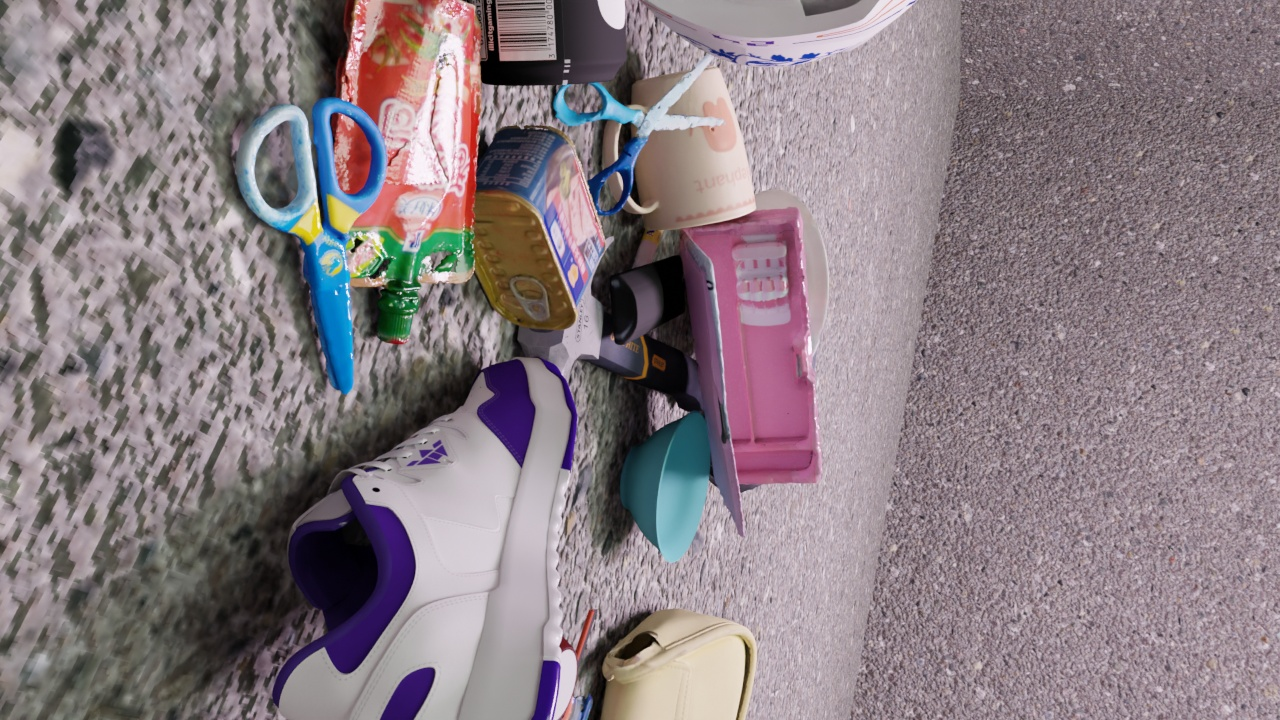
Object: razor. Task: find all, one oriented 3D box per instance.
[{"bbox_3d":[-0.063,0.221,0.627,0.141,0.018,0.043,71,31,-41],"label":"razor"}]

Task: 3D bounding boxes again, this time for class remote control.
[{"bbox_3d":[0.011,-0.045,0.641,0.140,0.021,0.045,-34,122,-69],"label":"remote control"}]

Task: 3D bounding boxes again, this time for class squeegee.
[{"bbox_3d":[-0.093,0.268,0.515,0.185,0.055,0.249,46,62,-80],"label":"squeegee"}]

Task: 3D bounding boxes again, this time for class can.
[{"bbox_3d":[-0.048,-0.210,0.442,0.080,0.080,0.146,-40,133,-59],"label":"can"},{"bbox_3d":[-0.058,-0.071,0.500,0.100,0.054,0.058,72,31,-47],"label":"can"}]

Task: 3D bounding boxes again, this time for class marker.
[{"bbox_3d":[0.014,-0.110,0.714,0.014,0.014,0.132,63,40,-54],"label":"marker"}]

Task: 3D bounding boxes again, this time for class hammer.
[{"bbox_3d":[-0.004,0.004,0.682,0.312,0.035,0.139,27,69,-67],"label":"hammer"}]

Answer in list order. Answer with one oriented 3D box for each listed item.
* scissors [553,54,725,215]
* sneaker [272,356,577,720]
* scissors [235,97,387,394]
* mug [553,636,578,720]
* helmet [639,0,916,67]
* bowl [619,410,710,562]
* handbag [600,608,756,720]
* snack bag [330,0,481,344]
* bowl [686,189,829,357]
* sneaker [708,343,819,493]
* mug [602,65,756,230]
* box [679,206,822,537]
[{"bbox_3d":[0.001,-0.144,0.597,0.130,0.014,0.116,-11,122,-28],"label":"scissors"},{"bbox_3d":[-0.096,0.075,0.418,0.243,0.111,0.092,-94,-153,-56],"label":"sneaker"},{"bbox_3d":[-0.128,-0.042,0.375,0.061,0.023,0.126,-23,122,-40],"label":"scissors"},{"bbox_3d":[-0.085,0.163,0.459,0.113,0.088,0.087,-57,147,-47],"label":"mug"},{"bbox_3d":[0.087,-0.300,0.544,0.313,0.231,0.236,-68,166,-56],"label":"helmet"},{"bbox_3d":[0.015,0.098,0.740,0.121,0.046,0.121,8,90,-68],"label":"bowl"},{"bbox_3d":[0.007,0.324,0.761,0.190,0.089,0.232,25,74,-51],"label":"handbag"},{"bbox_3d":[-0.105,-0.083,0.411,0.087,0.044,0.155,-8,112,-54],"label":"snack bag"},{"bbox_3d":[0.085,-0.060,0.788,0.057,0.177,0.177,-1,100,-26],"label":"bowl"},{"bbox_3d":[0.113,-0.003,0.898,0.151,0.097,0.251,59,42,-49],"label":"sneaker"},{"bbox_3d":[0.022,-0.149,0.651,0.111,0.085,0.104,-21,108,-33],"label":"mug"},{"bbox_3d":[0.083,0.014,0.693,0.112,0.099,0.233,-72,156,-61],"label":"box"}]
